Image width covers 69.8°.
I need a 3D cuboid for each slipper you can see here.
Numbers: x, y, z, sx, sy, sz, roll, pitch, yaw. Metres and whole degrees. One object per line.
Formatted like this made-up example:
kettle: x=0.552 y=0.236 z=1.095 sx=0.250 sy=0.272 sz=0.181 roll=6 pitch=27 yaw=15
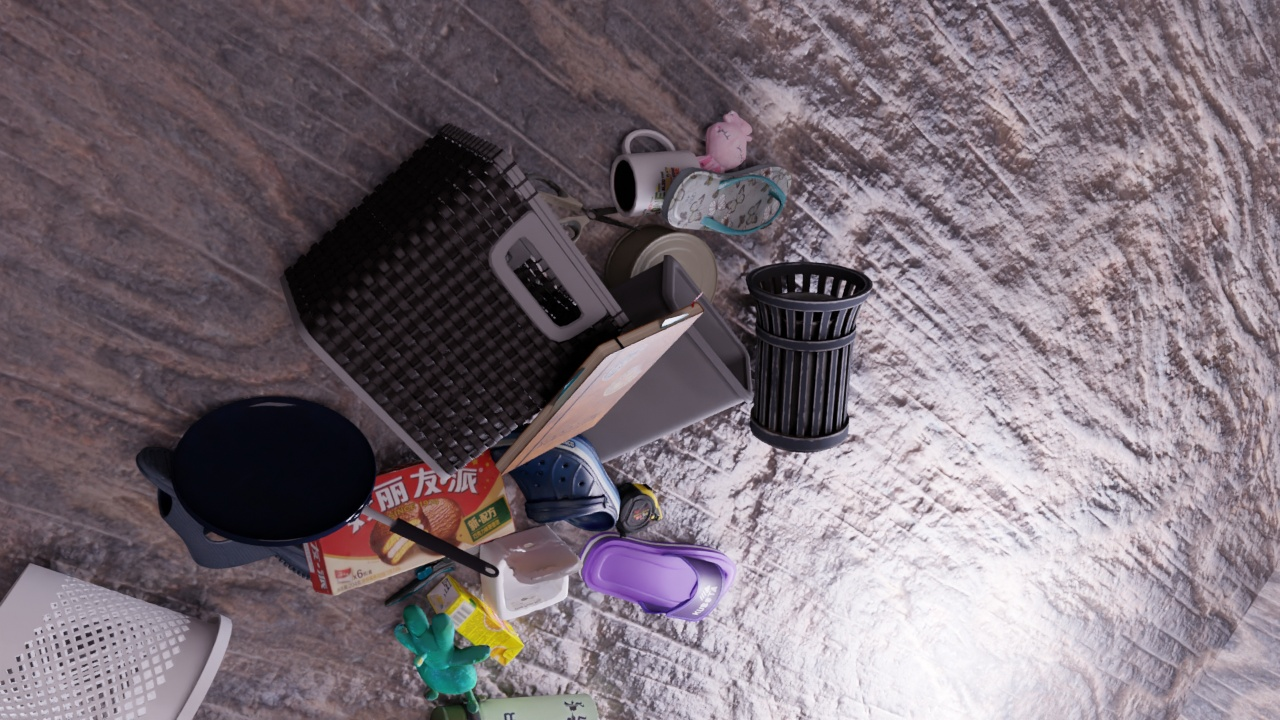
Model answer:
slipper: x=-0.096 y=0.162 z=1.142 sx=0.253 sy=0.105 sz=0.095 roll=53 pitch=40 yaw=-49
slipper: x=0.041 y=0.320 z=1.317 sx=0.266 sy=0.084 sz=0.107 roll=20 pitch=97 yaw=-32
slipper: x=0.122 y=-0.190 z=1.142 sx=0.268 sy=0.055 sz=0.098 roll=-14 pitch=135 yaw=-50
slipper: x=-0.445 y=0.192 z=1.000 sx=0.082 sy=0.101 sz=0.263 roll=-50 pitch=126 yaw=-6

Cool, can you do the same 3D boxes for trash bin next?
trash bin: x=-0.566 y=0.312 z=0.937 sx=0.199 sy=0.195 sz=0.195 roll=36 pitch=88 yaw=-23
trash bin: x=-0.007 y=0.006 z=1.109 sx=0.220 sy=0.097 sz=0.192 roll=-26 pitch=125 yaw=24
trash bin: x=0.224 y=-0.002 z=1.261 sx=0.164 sy=0.164 sz=0.228 roll=-12 pitch=116 yaw=-25

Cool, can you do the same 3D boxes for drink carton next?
drink carton: x=-0.214 y=0.340 z=1.201 sx=0.043 sy=0.058 sz=0.134 roll=-45 pitch=123 yaw=-9

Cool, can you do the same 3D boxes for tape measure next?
tape measure: x=-0.010 y=0.205 z=1.274 sx=0.071 sy=0.042 sz=0.072 roll=-22 pitch=121 yaw=-19

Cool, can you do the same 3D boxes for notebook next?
notebook: x=-0.047 y=0.030 z=0.958 sx=0.178 sy=0.014 sz=0.250 roll=-26 pitch=164 yaw=-47

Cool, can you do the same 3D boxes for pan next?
pan: x=-0.308 y=0.147 z=0.954 sx=0.356 sy=0.198 sz=0.021 roll=25 pitch=128 yaw=3

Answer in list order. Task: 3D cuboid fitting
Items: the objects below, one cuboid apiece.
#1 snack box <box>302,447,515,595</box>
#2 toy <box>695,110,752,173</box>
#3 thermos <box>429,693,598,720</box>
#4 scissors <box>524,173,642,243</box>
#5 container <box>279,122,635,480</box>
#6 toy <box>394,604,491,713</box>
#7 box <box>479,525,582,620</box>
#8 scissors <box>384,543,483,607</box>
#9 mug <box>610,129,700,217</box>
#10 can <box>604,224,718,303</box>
snack box: x=-0.267 y=0.177 z=1.059 sx=0.235 sy=0.060 sz=0.113 roll=-13 pitch=91 yaw=-40
toy: x=0.102 y=-0.262 z=1.165 sx=0.063 sy=0.047 sz=0.110 roll=33 pitch=93 yaw=-25
thermos: x=-0.176 y=0.503 z=1.271 sx=0.231 sy=0.082 sz=0.082 roll=9 pitch=103 yaw=-30
scissors: x=-0.074 y=-0.178 z=1.090 sx=0.162 sy=0.013 sz=0.157 roll=39 pitch=42 yaw=-6
container: x=-0.197 y=-0.062 z=0.960 sx=0.243 sy=0.245 sz=0.247 roll=-41 pitch=122 yaw=-6
toy: x=-0.256 y=0.379 z=1.163 sx=0.072 sy=0.131 sz=0.194 roll=-64 pitch=157 yaw=-44
box: x=-0.129 y=0.276 z=1.174 sx=0.108 sy=0.137 sz=0.128 roll=-13 pitch=114 yaw=-33
scissors: x=-0.274 y=0.257 z=1.163 sx=0.124 sy=0.019 sz=0.156 roll=39 pitch=85 yaw=-35
mug: x=0.015 y=-0.230 z=1.120 sx=0.089 sy=0.074 sz=0.105 roll=-10 pitch=86 yaw=-25
can: x=0.025 y=-0.106 z=1.162 sx=0.127 sy=0.073 sz=0.128 roll=-10 pitch=112 yaw=-26
